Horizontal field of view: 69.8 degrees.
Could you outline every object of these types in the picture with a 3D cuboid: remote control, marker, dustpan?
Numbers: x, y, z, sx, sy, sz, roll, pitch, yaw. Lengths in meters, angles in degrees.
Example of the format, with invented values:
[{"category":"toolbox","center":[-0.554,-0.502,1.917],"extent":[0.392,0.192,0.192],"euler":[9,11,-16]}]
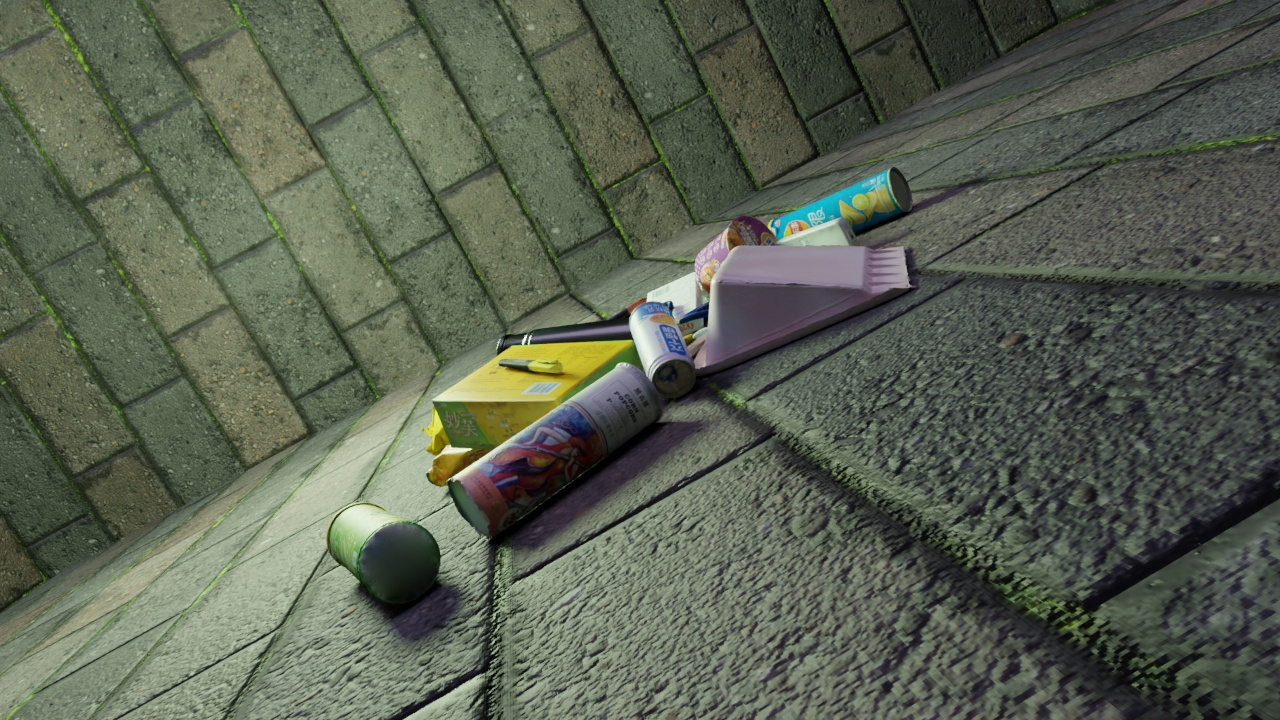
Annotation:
[{"category":"remote control","center":[0.244,-0.157,1.269],"extent":[0.020,0.056,0.136],"euler":[-36,12,-30]},{"category":"marker","center":[-0.131,0.004,1.075],"extent":[0.018,0.015,0.124],"euler":[-25,19,-36]},{"category":"dustpan","center":[0.174,-0.051,1.064],"extent":[0.274,0.139,0.222],"euler":[4,19,16]}]

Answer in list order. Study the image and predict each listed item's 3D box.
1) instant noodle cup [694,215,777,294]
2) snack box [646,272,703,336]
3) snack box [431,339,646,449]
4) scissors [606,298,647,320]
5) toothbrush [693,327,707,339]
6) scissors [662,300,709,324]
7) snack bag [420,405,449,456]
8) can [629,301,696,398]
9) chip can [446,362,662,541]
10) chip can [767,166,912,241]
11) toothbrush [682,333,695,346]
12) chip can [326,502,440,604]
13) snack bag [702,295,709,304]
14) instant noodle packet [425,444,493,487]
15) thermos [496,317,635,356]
[{"category":"instant noodle cup","center":[0.142,-0.149,1.384],"extent":[0.111,0.111,0.099],"euler":[-37,6,-41]},{"category":"snack box","center":[0.050,-0.076,1.367],"extent":[0.085,0.027,0.156],"euler":[-23,25,15]},{"category":"snack box","center":[-0.119,0.040,1.096],"extent":[0.210,0.070,0.157],"euler":[-3,24,38]},{"category":"scissors","center":[-0.060,-0.053,1.503],"extent":[0.226,0.015,0.189],"euler":[-29,-11,-8]},{"category":"toothbrush","center":[0.165,-0.084,1.201],"extent":[0.224,0.027,0.026],"euler":[-30,-26,-9]},{"category":"scissors","center":[0.042,-0.054,1.270],"extent":[0.173,0.012,0.162],"euler":[-27,21,-4]},{"category":"snack bag","center":[-0.209,0.050,1.338],"extent":[0.246,0.068,0.158],"euler":[-34,14,-9]},{"category":"can","center":[0.024,-0.014,1.029],"extent":[0.053,0.053,0.134],"euler":[-28,32,5]},{"category":"chip can","center":[-0.080,0.085,0.885],"extent":[0.214,0.071,0.071],"euler":[-34,11,-27]},{"category":"chip can","center":[0.298,-0.218,1.384],"extent":[0.211,0.071,0.071],"euler":[-21,12,38]},{"category":"toothbrush","center":[-0.007,0.007,1.239],"extent":[0.190,0.016,0.015],"euler":[-24,11,23]},{"category":"chip can","center":[-0.248,0.178,0.871],"extent":[0.072,0.072,0.222],"euler":[-33,11,-23]},{"category":"snack bag","center":[0.075,-0.077,1.417],"extent":[0.048,0.026,0.103],"euler":[2,30,44]},{"category":"instant noodle packet","center":[-0.206,0.112,1.180],"extent":[0.128,0.044,0.110],"euler":[-27,8,10]},{"category":"thermos","center":[-0.069,-0.005,1.203],"extent":[0.243,0.090,0.068],"euler":[-6,6,26]}]
